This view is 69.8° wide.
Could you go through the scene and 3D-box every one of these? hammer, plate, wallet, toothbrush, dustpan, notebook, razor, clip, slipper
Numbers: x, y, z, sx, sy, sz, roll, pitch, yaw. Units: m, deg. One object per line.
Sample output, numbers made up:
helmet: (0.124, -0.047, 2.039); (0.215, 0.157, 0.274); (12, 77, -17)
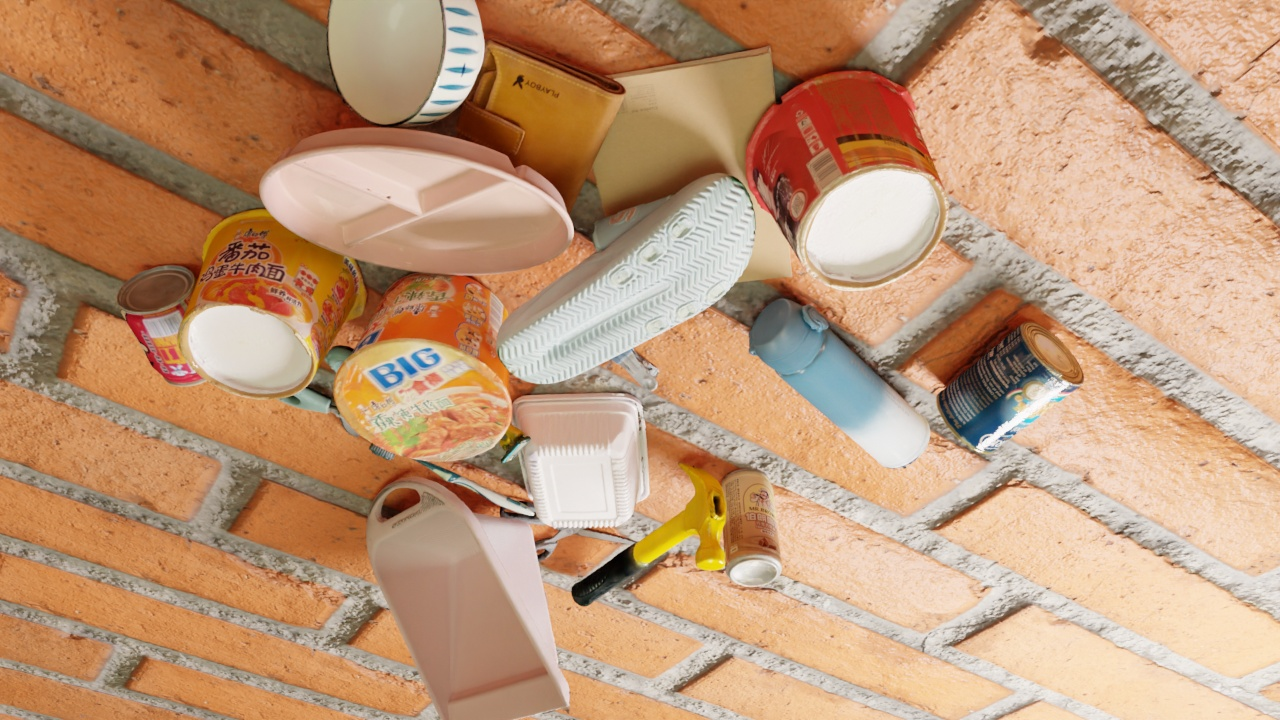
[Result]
hammer: (0.003, 0.215, 1.028); (0.032, 0.128, 0.302); (20, 140, -23)
plate: (-0.164, -0.115, 0.693); (0.229, 0.028, 0.230); (3, 165, 1)
wallet: (-0.090, -0.174, 0.696); (0.119, 0.035, 0.131); (16, 135, -17)
toothbrush: (-0.202, 0.128, 0.982); (0.191, 0.018, 0.016); (26, 161, -7)
dustpan: (-0.214, 0.271, 1.009); (0.138, 0.273, 0.223); (15, 143, -43)
notebook: (0.040, -0.141, 0.741); (0.149, 0.012, 0.212); (-6, 134, 9)
razor: (-0.166, 0.044, 0.900); (0.132, 0.028, 0.043); (41, 133, -4)
clip: (-0.005, 0.006, 0.880); (0.024, 0.027, 0.056); (-35, 114, 28)
slipper: (-0.014, -0.068, 0.757); (0.246, 0.074, 0.104); (-32, 134, 11)

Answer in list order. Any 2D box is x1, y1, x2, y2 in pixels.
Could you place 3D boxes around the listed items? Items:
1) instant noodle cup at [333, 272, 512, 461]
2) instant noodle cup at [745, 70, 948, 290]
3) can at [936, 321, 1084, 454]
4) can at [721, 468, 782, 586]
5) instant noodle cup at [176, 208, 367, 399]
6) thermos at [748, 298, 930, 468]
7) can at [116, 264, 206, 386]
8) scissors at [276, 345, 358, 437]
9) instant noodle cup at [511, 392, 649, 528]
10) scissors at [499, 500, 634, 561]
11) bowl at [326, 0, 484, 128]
instant noodle cup: (-0.182, 0.000, 0.814); (0.151, 0.111, 0.152); (1, 135, 1)
instant noodle cup: (0.154, -0.125, 0.676); (0.138, 0.108, 0.138); (-4, 134, -5)
can: (0.342, 0.025, 0.851); (0.075, 0.075, 0.111); (24, 130, -20)
can: (0.116, 0.177, 0.976); (0.058, 0.116, 0.059); (0, 135, 0)
instant noodle cup: (-0.317, -0.042, 0.779); (0.138, 0.109, 0.138); (0, 134, 0)
thermos: (0.188, 0.023, 0.860); (0.070, 0.070, 0.220); (-33, 125, 29)
can: (-0.416, -0.029, 0.823); (0.066, 0.066, 0.094); (-1, 134, 2)
scissors: (-0.319, 0.027, 0.897); (0.181, 0.019, 0.171); (13, 147, -2)
instant noodle cup: (-0.061, 0.114, 0.960); (0.138, 0.060, 0.174); (-1, 135, 3)
scissors: (-0.086, 0.203, 1.078); (0.180, 0.014, 0.160); (22, 131, -20)
bowl: (-0.150, -0.216, 0.622); (0.117, 0.116, 0.066); (-42, 165, 34)
